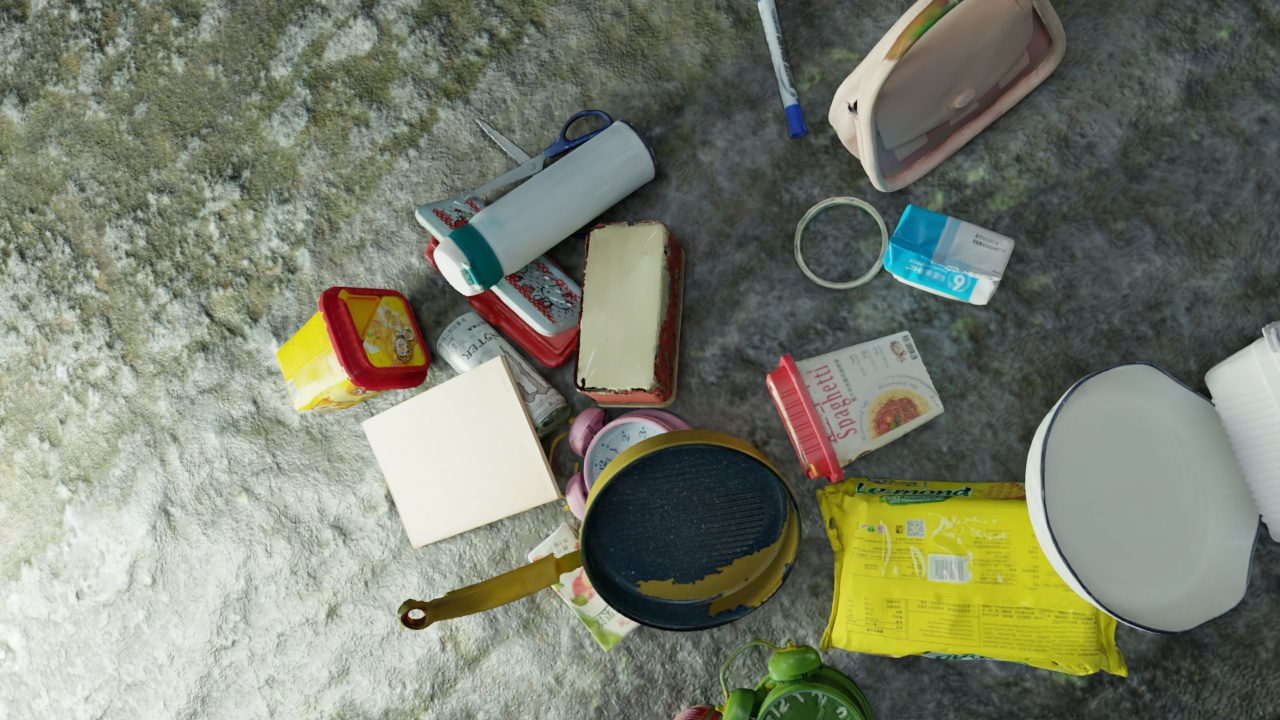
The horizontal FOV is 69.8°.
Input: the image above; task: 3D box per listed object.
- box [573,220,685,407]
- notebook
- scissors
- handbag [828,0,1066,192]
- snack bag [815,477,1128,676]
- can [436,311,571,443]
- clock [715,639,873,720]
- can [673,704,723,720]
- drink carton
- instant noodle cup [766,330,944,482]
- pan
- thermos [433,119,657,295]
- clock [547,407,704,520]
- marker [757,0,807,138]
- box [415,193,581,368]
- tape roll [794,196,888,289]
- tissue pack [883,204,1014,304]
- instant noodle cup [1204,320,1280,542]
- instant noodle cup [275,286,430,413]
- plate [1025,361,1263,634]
[{"bbox_3d":[-0.010,-0.046,0.865,0.091,0.077,0.168,-1,75,18],"label":"box"},{"bbox_3d":[-0.186,0.098,0.933,0.212,0.012,0.149,-23,89,31],"label":"notebook"},{"bbox_3d":[-0.098,-0.193,0.935,0.174,0.012,0.162,-27,90,1],"label":"scissors"},{"bbox_3d":[0.239,-0.243,0.727,0.193,0.234,0.093,-38,75,13],"label":"handbag"},{"bbox_3d":[0.277,0.182,0.786,0.247,0.068,0.158,-2,87,19],"label":"snack bag"},{"bbox_3d":[-0.139,0.018,0.932,0.147,0.058,0.058,43,100,15],"label":"can"},{"bbox_3d":[0.140,0.322,0.820,0.116,0.056,0.161,-45,81,4],"label":"clock"},{"bbox_3d":[0.049,0.359,0.838,0.067,0.093,0.066,-1,88,18],"label":"can"},{"bbox_3d":[-0.050,0.221,0.901,0.053,0.045,0.122,-43,77,1],"label":"drink carton"},{"bbox_3d":[0.187,0.036,0.804,0.124,0.116,0.116,-24,80,4],"label":"instant noodle cup"},{"bbox_3d":[-0.033,0.175,0.810,0.357,0.078,0.198,-10,113,0],"label":"pan"},{"bbox_3d":[-0.091,-0.143,0.869,0.224,0.073,0.073,-37,76,-16],"label":"thermos"},{"bbox_3d":[-0.016,0.104,0.888,0.159,0.059,0.117,3,88,19],"label":"clock"},{"bbox_3d":[0.135,-0.284,0.878,0.017,0.017,0.145,-15,83,17],"label":"marker"},{"bbox_3d":[-0.142,-0.086,0.917,0.201,0.098,0.095,41,99,16],"label":"box"},{"bbox_3d":[0.187,-0.109,0.855,0.086,0.014,0.085,-1,87,18],"label":"tape roll"},{"bbox_3d":[0.253,-0.087,0.769,0.090,0.139,0.063,22,103,12],"label":"tissue pack"},{"bbox_3d":[0.489,0.061,0.697,0.060,0.137,0.173,-26,79,37],"label":"instant noodle cup"},{"bbox_3d":[-0.306,-0.005,0.966,0.124,0.116,0.116,-29,78,26],"label":"instant noodle cup"},{"bbox_3d":[0.388,0.106,0.718,0.204,0.046,0.204,4,76,-15],"label":"plate"}]
